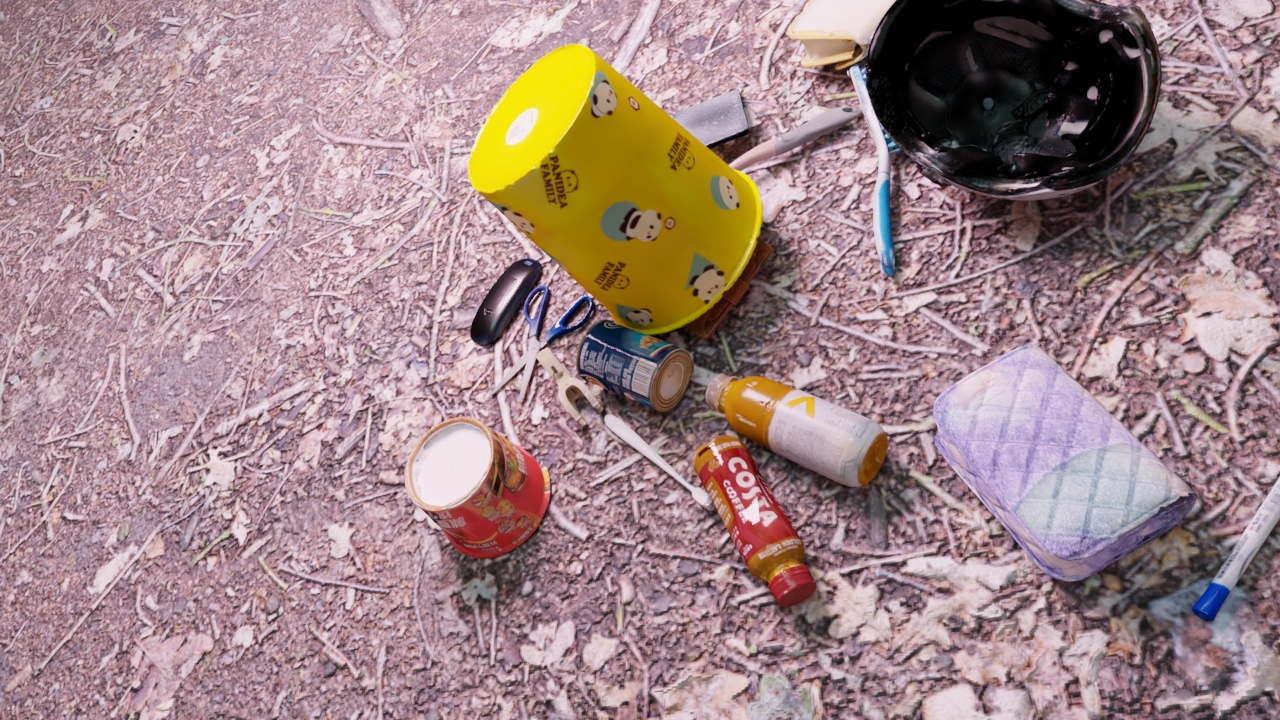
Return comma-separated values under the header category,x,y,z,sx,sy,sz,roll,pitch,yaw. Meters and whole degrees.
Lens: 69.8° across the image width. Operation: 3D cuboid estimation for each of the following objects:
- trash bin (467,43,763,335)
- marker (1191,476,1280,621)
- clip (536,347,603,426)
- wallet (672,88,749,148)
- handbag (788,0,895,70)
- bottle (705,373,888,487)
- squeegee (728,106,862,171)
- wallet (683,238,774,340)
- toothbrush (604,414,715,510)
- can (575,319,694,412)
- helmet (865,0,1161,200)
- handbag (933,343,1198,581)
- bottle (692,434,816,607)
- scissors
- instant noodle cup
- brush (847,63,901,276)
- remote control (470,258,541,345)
category,x,y,z,sx,sy,sz,roll,pitch,yaw
trash bin,-0.032,-0.186,1.001,0.230,0.255,0.229,-27,46,31
marker,0.488,0.147,0.736,0.017,0.017,0.145,33,77,36
clip,-0.083,0.031,1.063,0.034,0.071,0.100,-41,58,-2
wallet,0.089,-0.306,1.190,0.097,0.019,0.120,-18,37,14
handbag,0.294,-0.428,1.130,0.179,0.063,0.163,19,64,47
bottle,0.150,0.062,0.915,0.190,0.068,0.068,24,72,34
squeegee,0.159,-0.254,1.130,0.250,0.040,0.247,-29,52,5
wallet,0.085,-0.094,1.059,0.119,0.035,0.130,36,90,41
toothbrush,0.017,0.106,0.985,0.016,0.016,0.180,-45,50,-10
can,-0.006,0.006,1.019,0.111,0.075,0.075,22,71,33
helmet,0.375,-0.272,0.951,0.274,0.156,0.230,21,92,17
handbag,0.357,0.086,0.800,0.134,0.075,0.193,-31,53,-1
bottle,0.110,0.152,0.883,0.057,0.057,0.174,-32,52,4
scissors,-0.121,-0.027,1.134,0.164,0.012,0.162,-21,55,13
instant noodle cup,-0.183,0.134,1.000,0.138,0.108,0.137,-12,56,18
brush,0.293,-0.239,1.053,0.110,0.060,0.313,-20,56,19
remote control,-0.177,-0.081,1.186,0.053,0.024,0.136,21,70,32
